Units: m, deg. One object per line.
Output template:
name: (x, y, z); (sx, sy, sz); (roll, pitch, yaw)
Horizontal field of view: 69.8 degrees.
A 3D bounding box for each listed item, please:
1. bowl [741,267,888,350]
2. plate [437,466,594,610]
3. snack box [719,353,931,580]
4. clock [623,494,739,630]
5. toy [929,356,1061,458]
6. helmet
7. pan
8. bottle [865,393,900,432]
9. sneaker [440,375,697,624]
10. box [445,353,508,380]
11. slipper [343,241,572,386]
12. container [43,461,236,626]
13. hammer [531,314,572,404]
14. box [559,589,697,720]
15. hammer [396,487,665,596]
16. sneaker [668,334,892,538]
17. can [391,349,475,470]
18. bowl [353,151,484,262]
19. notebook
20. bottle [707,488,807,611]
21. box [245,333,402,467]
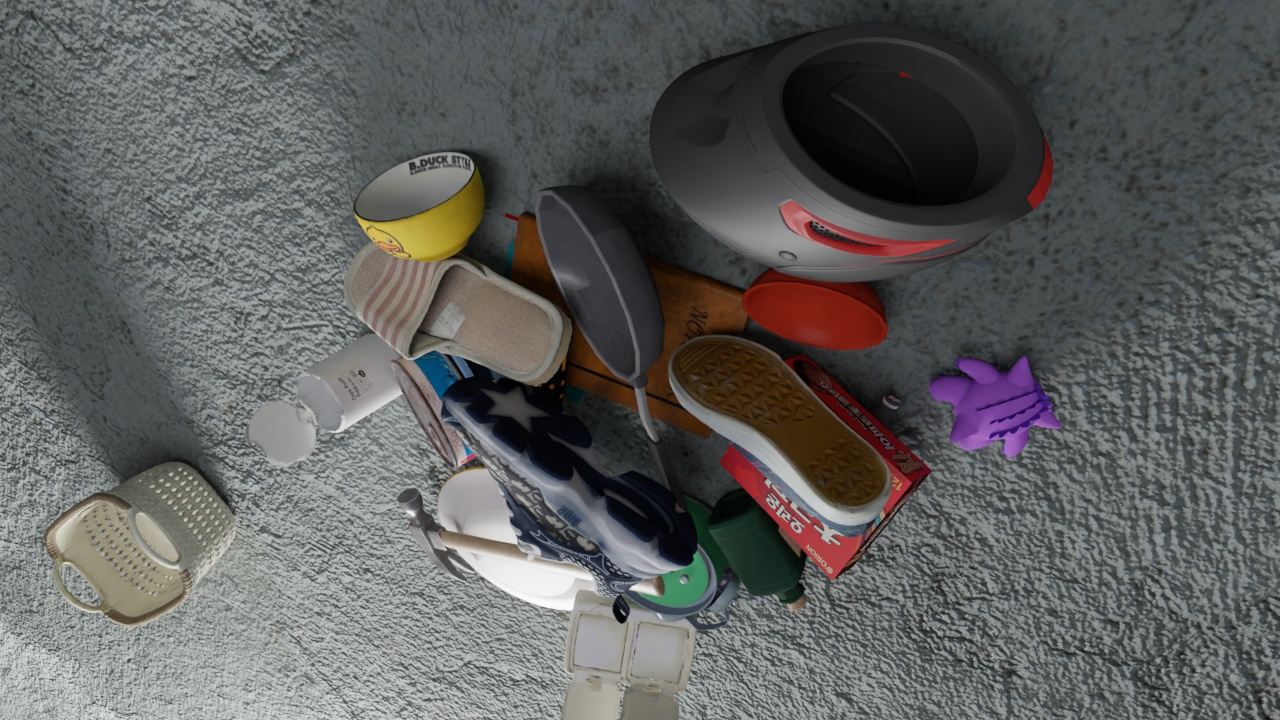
bowl: (0.148, -0.050, 0.763); (0.122, 0.035, 0.122); (17, 162, 5)
plate: (-0.134, 0.212, 1.046); (0.230, 0.021, 0.230); (14, 132, 16)
snack box: (0.160, 0.095, 0.826); (0.152, 0.035, 0.133); (46, 129, 26)
clock: (0.038, 0.221, 0.964); (0.122, 0.075, 0.161); (-23, 106, 32)
toy: (0.295, 0.040, 0.762); (0.088, 0.055, 0.106); (-25, 107, 28)
helmet: (0.135, -0.139, 0.662); (0.265, 0.164, 0.170); (19, 166, 3)
pan: (-0.005, 0.005, 0.822); (0.178, 0.041, 0.357); (37, 150, 57)
bottle: (0.201, 0.074, 0.834); (0.036, 0.036, 0.110); (30, 125, 5)
sneaker: (-0.086, 0.130, 0.846); (0.269, 0.103, 0.133); (38, 118, -1)
box: (-0.161, 0.039, 0.924); (0.209, 0.049, 0.066); (60, 143, 7)
slipper: (-0.185, -0.050, 0.867); (0.263, 0.052, 0.115); (21, 88, 25)
container: (-0.674, 0.246, 1.246); (0.247, 0.142, 0.184); (-26, 105, 32)
hammer: (-0.098, 0.083, 0.958); (0.123, 0.036, 0.321); (20, 131, 12)
box: (-0.016, 0.351, 1.009); (0.145, 0.095, 0.185); (7, 80, 2)
hammer: (-0.120, 0.209, 0.991); (0.332, 0.030, 0.119); (3, 126, 30)
sneaker: (0.119, 0.062, 0.791); (0.235, 0.087, 0.079); (40, 162, 34)
can: (-0.205, 0.047, 0.947); (0.130, 0.044, 0.130); (48, 157, 28)
bowl: (-0.195, -0.134, 0.845); (0.117, 0.117, 0.068); (1, 133, 23)
notebook: (-0.030, -0.028, 0.890); (0.249, 0.014, 0.179); (21, 124, 11)
bottle: (0.127, 0.195, 0.920); (0.061, 0.061, 0.131); (-25, 106, 30)
box: (-0.331, 0.043, 0.977); (0.112, 0.162, 0.084); (-23, 101, 44)
